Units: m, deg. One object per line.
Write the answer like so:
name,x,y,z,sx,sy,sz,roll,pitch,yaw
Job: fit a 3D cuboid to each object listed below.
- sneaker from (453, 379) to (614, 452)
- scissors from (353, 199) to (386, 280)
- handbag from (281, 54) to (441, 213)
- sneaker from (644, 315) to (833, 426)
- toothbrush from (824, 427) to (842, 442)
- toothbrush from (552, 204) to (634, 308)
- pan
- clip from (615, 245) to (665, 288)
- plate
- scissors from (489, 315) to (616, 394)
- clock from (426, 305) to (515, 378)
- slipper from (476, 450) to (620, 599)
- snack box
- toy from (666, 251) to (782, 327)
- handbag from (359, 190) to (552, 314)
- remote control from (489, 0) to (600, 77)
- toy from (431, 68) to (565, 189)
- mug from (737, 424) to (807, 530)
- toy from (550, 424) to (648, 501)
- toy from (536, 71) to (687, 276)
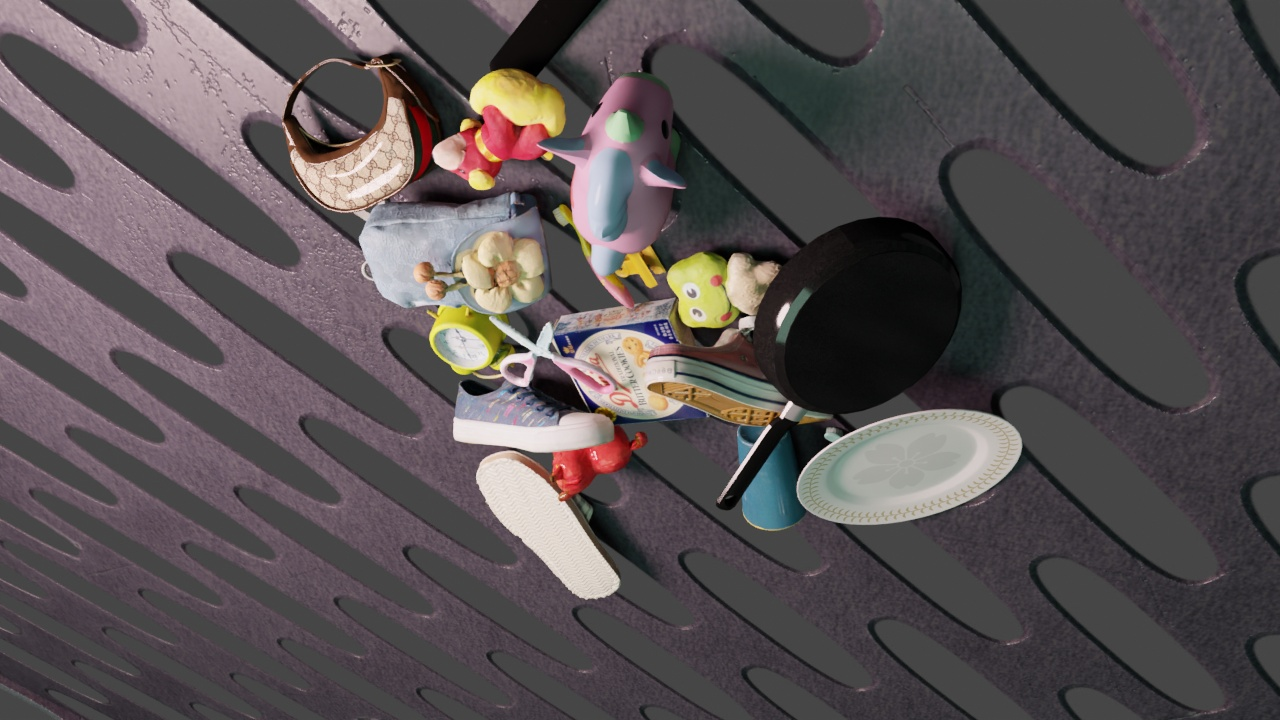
sneaker,-0.128,0.060,1.075,0.236,0.087,0.079,1,98,37
scissors,-0.264,-0.137,0.999,0.175,0.014,0.142,22,127,-7
handbag,-0.275,-0.226,0.898,0.167,0.063,0.138,-17,113,28
sneaker,0.107,0.011,0.960,0.240,0.087,0.119,17,159,-34
toothbrush,0.275,0.098,1.039,0.135,0.017,0.022,14,133,1
toothbrush,-0.047,-0.106,0.956,0.016,0.021,0.135,-19,119,35
pan,0.173,0.025,0.893,0.204,0.044,0.356,16,118,-28
clip,-0.006,-0.098,0.944,0.048,0.045,0.054,-30,121,7
plate,0.290,0.116,1.003,0.242,0.016,0.243,-4,143,-3
scissors,-0.110,0.000,0.987,0.169,0.014,0.170,-12,145,43
clock,-0.190,-0.024,1.049,0.083,0.056,0.119,-6,135,21
slipper,-0.118,0.222,1.244,0.115,0.053,0.273,-23,116,28
snack box,-0.006,0.006,1.025,0.145,0.042,0.144,-8,128,23
toy,0.089,-0.072,0.926,0.118,0.043,0.092,-6,128,20
handbag,-0.187,-0.103,0.934,0.192,0.118,0.122,-1,130,4
remote control,-0.081,-0.292,0.801,0.041,0.020,0.152,38,133,-18
toy,-0.125,-0.214,0.858,0.105,0.067,0.138,28,134,-35
mug,0.149,0.127,1.066,0.078,0.078,0.121,-2,125,19
toy,-0.049,0.121,1.107,0.133,0.093,0.088,-13,125,25
toy,-0.018,-0.148,0.805,0.120,0.170,0.223,17,133,3
